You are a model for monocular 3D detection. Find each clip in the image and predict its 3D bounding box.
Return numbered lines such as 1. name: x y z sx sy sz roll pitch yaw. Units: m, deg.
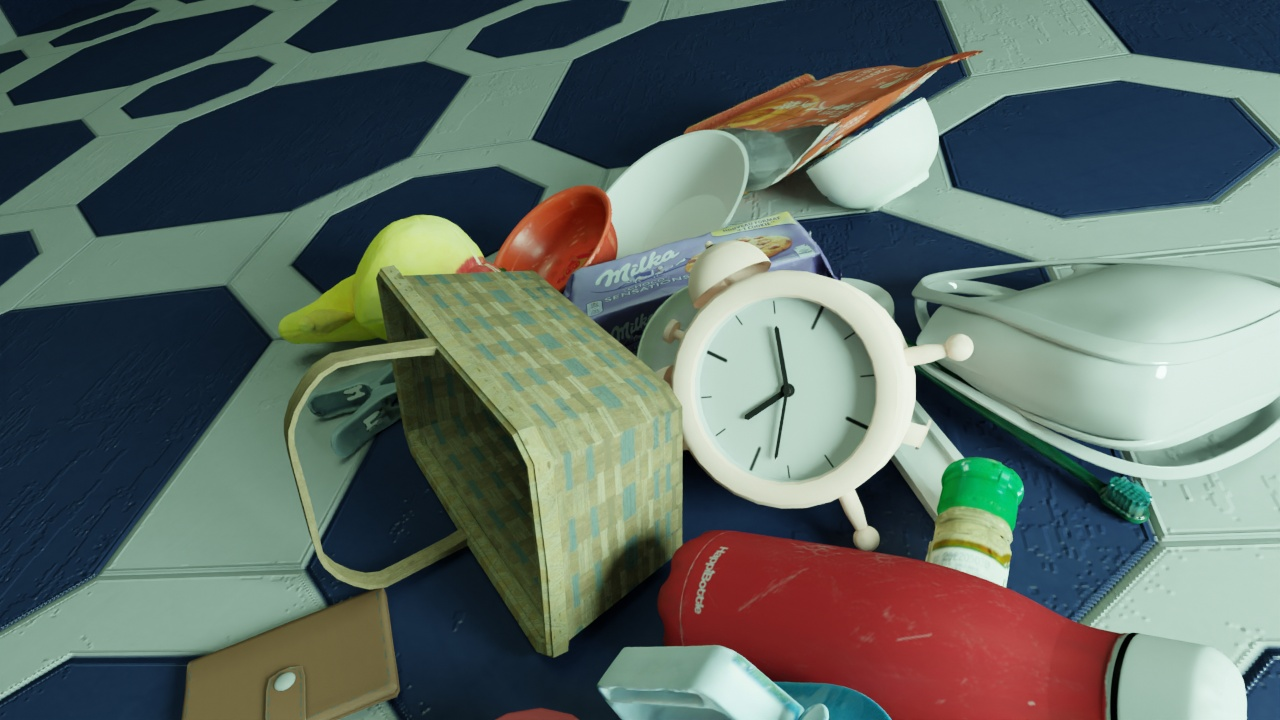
1. clip: -0.171 0.022 0.711 0.163 0.028 0.106 -27 36 -16

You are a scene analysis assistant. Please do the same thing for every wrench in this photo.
1. wrench: 0.168 0.022 0.603 0.086 0.018 0.273 -17 37 -6

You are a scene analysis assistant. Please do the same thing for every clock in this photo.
1. clock: -0.050 0.210 0.399 0.087 0.044 0.124 -4 37 14
2. clock: 0.088 0.014 0.531 0.160 0.131 0.086 25 12 15

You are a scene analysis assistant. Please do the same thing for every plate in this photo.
1. plate: 0.027 -0.120 0.793 0.174 0.036 0.173 -25 44 26

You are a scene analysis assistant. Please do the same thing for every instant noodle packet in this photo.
1. instant noodle packet: 0.162 -0.215 0.791 0.164 0.084 0.221 -28 11 -20

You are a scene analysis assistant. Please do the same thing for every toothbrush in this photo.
1. toothbrush: 0.221 0.033 0.552 0.016 0.017 0.190 -24 42 -22

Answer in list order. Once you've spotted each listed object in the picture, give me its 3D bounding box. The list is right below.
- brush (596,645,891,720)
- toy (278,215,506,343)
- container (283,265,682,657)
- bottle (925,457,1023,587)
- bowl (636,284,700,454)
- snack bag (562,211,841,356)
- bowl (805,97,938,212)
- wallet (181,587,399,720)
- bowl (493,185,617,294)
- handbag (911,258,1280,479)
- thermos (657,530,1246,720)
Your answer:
1. brush: 0.046 0.152 0.375 0.136 0.075 0.055 -22 19 49
2. toy: -0.213 -0.060 0.777 0.208 0.092 0.133 -24 13 22
3. container: -0.108 0.050 0.546 0.186 0.158 0.250 -17 34 -25
4. bottle: 0.165 0.102 0.461 0.043 0.043 0.110 6 50 26
5. bowl: 0.059 0.007 0.603 0.118 0.118 0.062 -9 -5 7
6. snack bag: 0.036 -0.047 0.677 0.205 0.058 0.096 -16 30 3
7. bowl: 0.207 -0.170 0.790 0.113 0.063 0.113 -32 4 2
8. wallet: -0.200 0.179 0.520 0.121 0.013 0.087 -21 34 -9
9. bowl: -0.065 -0.085 0.781 0.131 0.045 0.130 -25 44 26
10. handbag: 0.275 -0.020 0.581 0.215 0.096 0.223 -15 24 -24
11. thermos: 0.115 0.121 0.390 0.240 0.073 0.073 -1 35 44
